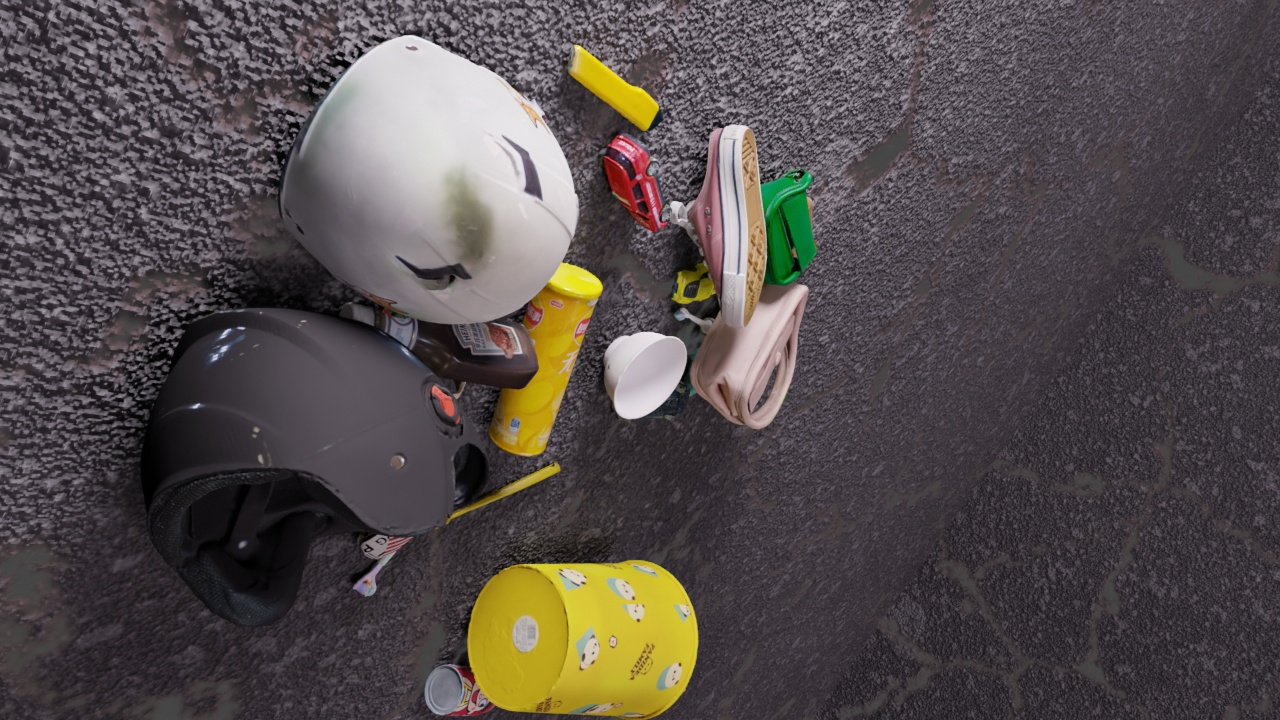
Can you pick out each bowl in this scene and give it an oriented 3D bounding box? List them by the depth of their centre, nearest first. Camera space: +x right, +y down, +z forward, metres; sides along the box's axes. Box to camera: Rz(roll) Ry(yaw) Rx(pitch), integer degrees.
[{"bbox_3d":[-0.007,0.007,1.136,0.118,0.065,0.118,-30,140,-29],"label":"bowl"}]

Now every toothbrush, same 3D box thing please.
[{"bbox_3d":[-0.258,0.190,1.049,0.189,0.021,0.029,-51,136,-5],"label":"toothbrush"},{"bbox_3d":[-0.176,0.162,1.125,0.189,0.016,0.017,-21,130,-38],"label":"toothbrush"},{"bbox_3d":[0.106,-0.039,1.262,0.026,0.026,0.220,-33,153,21],"label":"toothbrush"}]

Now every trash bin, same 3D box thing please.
[{"bbox_3d":[-0.085,0.384,1.275,0.255,0.229,0.230,22,103,-50],"label":"trash bin"}]

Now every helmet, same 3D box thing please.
[{"bbox_3d":[-0.260,0.074,0.750,0.234,0.230,0.274,-29,160,29],"label":"helmet"},{"bbox_3d":[-0.146,-0.123,0.763,0.230,0.157,0.274,-52,147,1],"label":"helmet"}]

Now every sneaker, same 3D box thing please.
[{"bbox_3d":[0.094,-0.155,1.085,0.118,0.088,0.241,-43,132,-56],"label":"sneaker"}]

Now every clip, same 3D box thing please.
[{"bbox_3d":[-0.182,0.016,0.937,0.101,0.095,0.035,14,110,-43],"label":"clip"}]

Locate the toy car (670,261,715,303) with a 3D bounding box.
[{"bbox_3d":[0.083,-0.100,1.172,0.105,0.032,0.048,-21,136,-40],"label":"toy car"}]

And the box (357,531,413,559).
[{"bbox_3d":[-0.243,0.155,1.011,0.164,0.052,0.069,-49,165,-5],"label":"box"}]

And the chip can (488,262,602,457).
[{"bbox_3d":[-0.108,0.000,1.005,0.071,0.072,0.214,-8,129,-46],"label":"chip can"}]

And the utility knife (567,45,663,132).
[{"bbox_3d":[-0.024,-0.266,0.902,0.156,0.015,0.033,21,98,-55],"label":"utility knife"}]

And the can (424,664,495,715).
[{"bbox_3d":[-0.246,0.460,1.278,0.066,0.066,0.093,-52,147,1],"label":"can"}]

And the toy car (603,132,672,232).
[{"bbox_3d":[-0.005,-0.184,0.971,0.045,0.053,0.120,-42,143,-12],"label":"toy car"}]

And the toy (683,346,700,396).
[{"bbox_3d":[0.086,0.013,1.289,0.096,0.030,0.092,-22,142,-48],"label":"toy"}]

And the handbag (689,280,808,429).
[{"bbox_3d":[0.167,0.006,1.283,0.193,0.093,0.234,-58,151,-19],"label":"handbag"}]

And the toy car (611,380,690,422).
[{"bbox_3d":[0.014,0.052,1.232,0.120,0.037,0.054,-2,124,-37],"label":"toy car"}]

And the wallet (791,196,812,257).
[{"bbox_3d":[0.200,-0.157,1.272,0.101,0.020,0.115,-39,147,-17],"label":"wallet"}]

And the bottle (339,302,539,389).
[{"bbox_3d":[-0.191,-0.019,0.880,0.194,0.079,0.044,12,131,-40],"label":"bottle"}]

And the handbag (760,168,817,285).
[{"bbox_3d":[0.177,-0.168,1.174,0.120,0.068,0.131,-38,131,-30],"label":"handbag"}]
